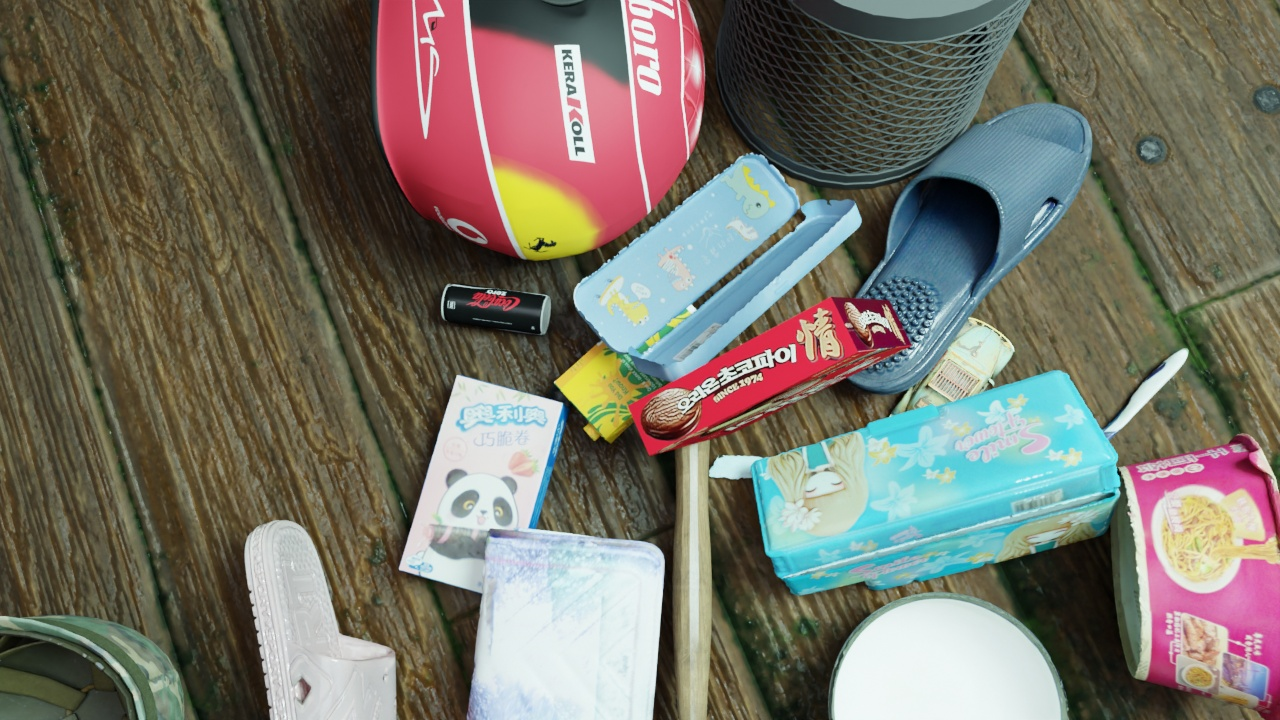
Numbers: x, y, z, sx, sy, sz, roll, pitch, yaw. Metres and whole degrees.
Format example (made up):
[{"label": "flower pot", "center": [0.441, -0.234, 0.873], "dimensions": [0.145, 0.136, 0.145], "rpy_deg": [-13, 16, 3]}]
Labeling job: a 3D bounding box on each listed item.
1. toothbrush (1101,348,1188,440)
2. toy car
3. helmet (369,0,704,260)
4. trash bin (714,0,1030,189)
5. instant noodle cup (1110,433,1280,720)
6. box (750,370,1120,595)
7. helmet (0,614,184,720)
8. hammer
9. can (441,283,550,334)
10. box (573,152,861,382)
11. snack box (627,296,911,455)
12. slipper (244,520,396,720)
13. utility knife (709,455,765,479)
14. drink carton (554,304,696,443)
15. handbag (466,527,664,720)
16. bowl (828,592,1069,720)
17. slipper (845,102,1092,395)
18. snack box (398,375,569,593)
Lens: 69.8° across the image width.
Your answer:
[{"label": "toothbrush", "center": [0.339, 0.055, 0.680], "dimensions": [0.189, 0.016, 0.017], "rpy_deg": [-43, 70, -3]}, {"label": "toy car", "center": [0.232, 0.016, 0.677], "dimensions": [0.047, 0.047, 0.112], "rpy_deg": [37, 85, 12]}, {"label": "helmet", "center": [-0.067, -0.207, 0.662], "dimensions": [0.225, 0.198, 0.270], "rpy_deg": [-7, 72, 3]}, {"label": "trash bin", "center": [0.163, -0.262, 0.637], "dimensions": [0.218, 0.227, 0.217], "rpy_deg": [-1, 80, 4]}, {"label": "instant noodle cup", "center": [0.354, 0.137, 0.596], "dimensions": [0.078, 0.178, 0.178], "rpy_deg": [-3, 80, 20]}, {"label": "box", "center": [0.206, 0.107, 0.646], "dimensions": [0.227, 0.117, 0.097], "rpy_deg": [-18, 36, 12]}, {"label": "helmet", "center": [-0.421, 0.262, 0.585], "dimensions": [0.224, 0.236, 0.192], "rpy_deg": [-25, 84, -11]}, {"label": "hammer", "center": [0.035, 0.194, 0.639], "dimensions": [0.040, 0.132, 0.305], "rpy_deg": [-2, 72, 8]}, {"label": "can", "center": [-0.113, -0.041, 0.720], "dimensions": [0.080, 0.031, 0.031], "rpy_deg": [8, 81, 5]}, {"label": "box", "center": [0.059, -0.069, 0.676], "dimensions": [0.122, 0.047, 0.209], "rpy_deg": [35, 63, 30]}, {"label": "snack box", "center": [0.090, 0.010, 0.617], "dimensions": [0.152, 0.132, 0.036], "rpy_deg": [-29, 78, 27]}, {"label": "slipper", "center": [-0.217, 0.222, 0.653], "dimensions": [0.064, 0.094, 0.239], "rpy_deg": [-22, 76, 5]}, {"label": "utility knife", "center": [0.166, 0.085, 0.689], "dimensions": [0.228, 0.019, 0.030], "rpy_deg": [1, 74, 8]}, {"label": "drink carton", "center": [-0.004, 0.004, 0.700], "dimensions": [0.122, 0.041, 0.058], "rpy_deg": [-42, 80, -4]}, {"label": "handbag", "center": [-0.055, 0.202, 0.650], "dimensions": [0.126, 0.069, 0.158], "rpy_deg": [7, 81, -10]}, {"label": "bowl", "center": [0.203, 0.235, 0.630], "dimensions": [0.153, 0.073, 0.153], "rpy_deg": [-1, 80, 4]}, {"label": "slipper", "center": [0.223, -0.097, 0.665], "dimensions": [0.101, 0.082, 0.263], "rpy_deg": [34, 84, 38]}, {"label": "snack box", "center": [-0.117, 0.095, 0.697], "dimensions": [0.088, 0.033, 0.154], "rpy_deg": [14, 82, 5]}]
